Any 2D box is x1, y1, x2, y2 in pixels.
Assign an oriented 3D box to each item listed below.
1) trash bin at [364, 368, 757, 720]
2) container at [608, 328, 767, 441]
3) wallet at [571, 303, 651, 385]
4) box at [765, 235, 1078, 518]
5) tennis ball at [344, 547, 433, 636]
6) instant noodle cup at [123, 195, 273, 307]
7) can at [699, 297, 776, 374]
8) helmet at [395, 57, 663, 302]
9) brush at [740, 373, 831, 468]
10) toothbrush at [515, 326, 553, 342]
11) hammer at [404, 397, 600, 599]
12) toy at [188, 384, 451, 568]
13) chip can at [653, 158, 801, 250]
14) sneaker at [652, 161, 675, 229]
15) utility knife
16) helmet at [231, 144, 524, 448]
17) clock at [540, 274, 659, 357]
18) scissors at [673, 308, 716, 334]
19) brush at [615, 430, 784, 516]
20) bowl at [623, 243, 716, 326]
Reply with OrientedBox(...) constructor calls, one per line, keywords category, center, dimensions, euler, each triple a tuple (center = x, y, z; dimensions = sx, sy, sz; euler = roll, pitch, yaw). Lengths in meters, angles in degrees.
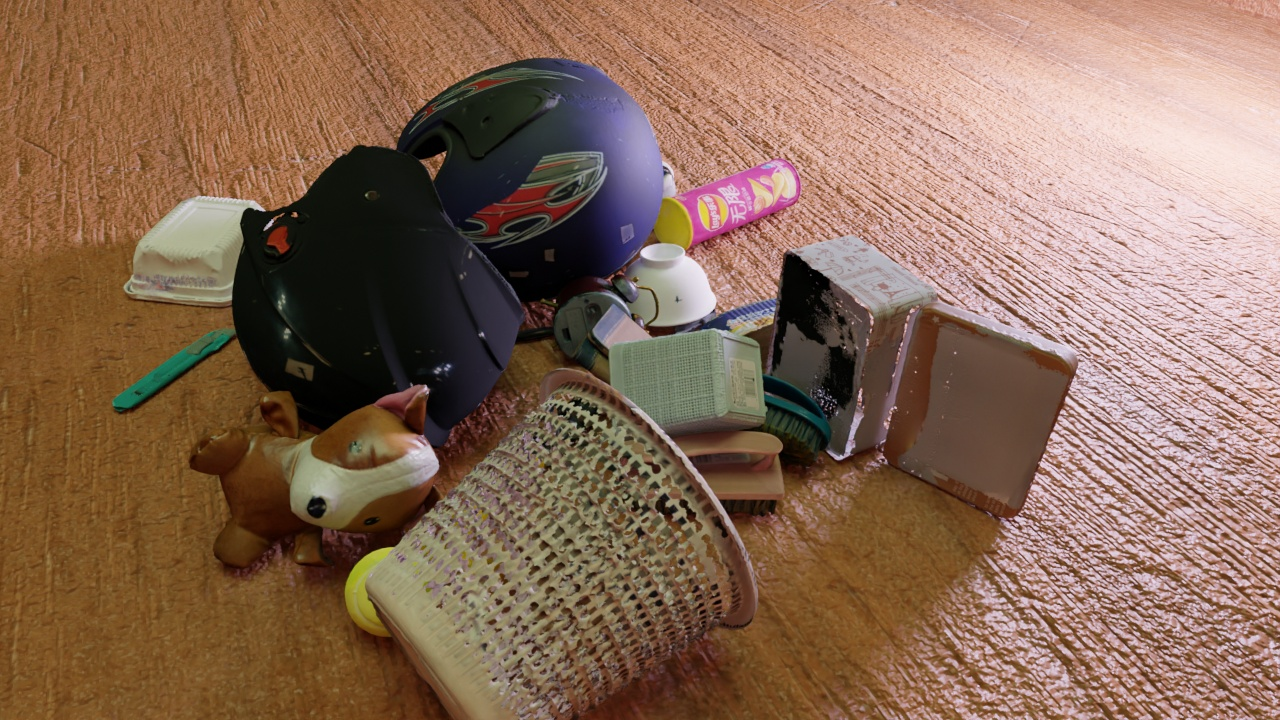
OrientedBox(category="trash bin", center=(-0.065, 0.149, 0.622), dimensions=(0.191, 0.228, 0.227), euler=(-37, 51, -24))
OrientedBox(category="container", center=(0.043, 0.023, 0.807), dimensions=(0.112, 0.090, 0.089), euler=(-12, -14, 35))
OrientedBox(category="wallet", center=(-0.005, 0.005, 0.902), dimensions=(0.115, 0.033, 0.090), euler=(42, 39, -7))
OrientedBox(category="box", center=(0.237, 0.016, 0.823), dimensions=(0.105, 0.179, 0.260), euler=(-18, 42, -26))
OrientedBox(category="tennis ball", center=(-0.186, 0.172, 0.683), dimensions=(0.065, 0.066, 0.065), euler=(2, 37, -2))
OrientedBox(category="instant noodle cup", center=(-0.509, -0.136, 1.078), dimensions=(0.138, 0.060, 0.173), euler=(5, 38, 3))
OrientedBox(category="can", center=(0.128, -0.020, 0.952), dimensions=(0.148, 0.075, 0.049), euler=(-16, 38, -25))
OrientedBox(category="helmet", center=(-0.130, -0.183, 1.026), dimensions=(0.316, 0.247, 0.240), euler=(-16, 53, 13))
OrientedBox(category="brush", center=(0.114, 0.047, 0.866), dimensions=(0.144, 0.055, 0.073), euler=(19, 54, 27))
OrientedBox(category="toothbrush", center=(-0.175, -0.016, 0.976), dimensions=(0.181, 0.016, 0.018), euler=(-11, 45, -16))
OrientedBox(category="hammer", center=(-0.096, 0.087, 0.830), dimensions=(0.129, 0.033, 0.299), euler=(22, 41, 22))
OrientedBox(category="toy", center=(-0.247, 0.092, 0.718), dimensions=(0.200, 0.140, 0.130), euler=(-7, 15, 8))
OrientedBox(category="chip can", center=(0.116, -0.205, 1.199), dimensions=(0.210, 0.071, 0.071), euler=(-25, 45, -33))
OrientedBox(category="sneaker", center=(-0.072, -0.222, 1.193), dimensions=(0.242, 0.091, 0.089), euler=(-1, 36, -4))
OrientedBox(category="utility knife", center=(-0.470, 0.005, 0.930), dimensions=(0.029, 0.013, 0.150), euler=(15, 39, 18))
OrientedBox(category="helmet", center=(-0.244, -0.042, 0.828), dimensions=(0.275, 0.234, 0.229), euler=(9, 67, 11))
OrientedBox(category="clock", center=(-0.040, -0.047, 0.966), dimensions=(0.122, 0.082, 0.055), euler=(-13, 28, -2))
OrientedBox(category="scissors", center=(0.027, -0.020, 0.999), dimensions=(0.168, 0.014, 0.155), euler=(1, 37, 5))
OrientedBox(category="brush", center=(0.049, 0.094, 0.796), dimensions=(0.145, 0.073, 0.063), euler=(0, 39, 0))
OrientedBox(category="bowl", center=(0.026, -0.093, 1.036), dimensions=(0.118, 0.065, 0.118), euler=(-2, 30, 1))
